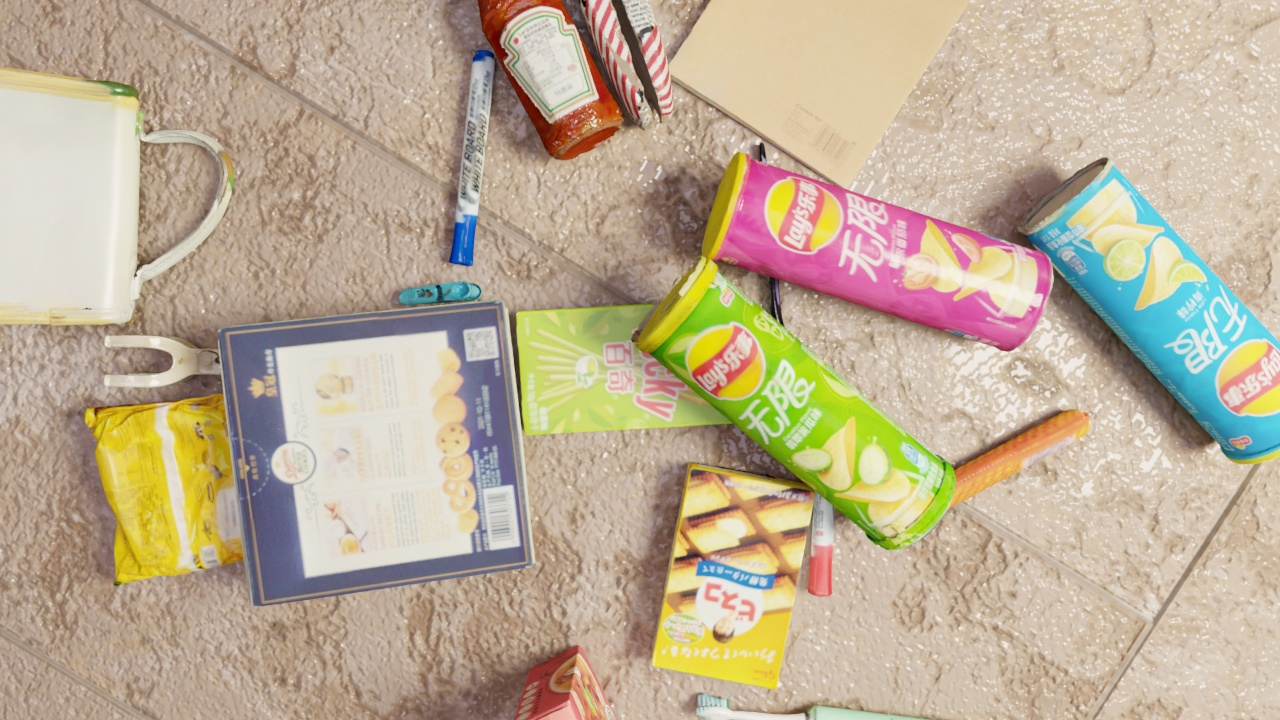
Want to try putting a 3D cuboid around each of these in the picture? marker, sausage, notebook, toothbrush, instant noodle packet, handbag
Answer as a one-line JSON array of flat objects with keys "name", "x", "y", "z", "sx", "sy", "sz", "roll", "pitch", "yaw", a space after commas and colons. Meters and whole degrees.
[{"name": "marker", "x": -0.114, "y": -0.138, "z": 0.627, "sx": 0.017, "sy": 0.017, "sz": 0.146, "roll": 7, "pitch": 92, "yaw": 1}, {"name": "marker", "x": 0.127, "y": 0.089, "z": 0.631, "sx": 0.017, "sy": 0.017, "sz": 0.145, "roll": 3, "pitch": 92, "yaw": 1}, {"name": "sausage", "x": 0.236, "y": 0.076, "z": 0.626, "sx": 0.165, "sy": 0.021, "sz": 0.021, "roll": -28, "pitch": 91, "yaw": 2}, {"name": "notebook", "x": 0.135, "y": -0.243, "z": 0.622, "sx": 0.149, "sy": 0.012, "sz": 0.211, "roll": 33, "pitch": 92, "yaw": -1}, {"name": "toothbrush", "x": 0.149, "y": 0.255, "z": 0.633, "sx": 0.224, "sy": 0.027, "sz": 0.026, "roll": 6, "pitch": 125, "yaw": 1}, {"name": "instant noodle packet", "x": -0.312, "y": 0.089, "z": 0.626, "sx": 0.111, "sy": 0.044, "sz": 0.128, "roll": -7, "pitch": 94, "yaw": -1}, {"name": "toothbrush", "x": 0.090, "y": -0.055, "z": 0.630, "sx": 0.017, "sy": 0.014, "sz": 0.189, "roll": -5, "pitch": 91, "yaw": 25}, {"name": "handbag", "x": -0.371, "y": -0.104, "z": 0.620, "sx": 0.178, "sy": 0.063, "sz": 0.163, "roll": 3, "pitch": 92, "yaw": -14}]

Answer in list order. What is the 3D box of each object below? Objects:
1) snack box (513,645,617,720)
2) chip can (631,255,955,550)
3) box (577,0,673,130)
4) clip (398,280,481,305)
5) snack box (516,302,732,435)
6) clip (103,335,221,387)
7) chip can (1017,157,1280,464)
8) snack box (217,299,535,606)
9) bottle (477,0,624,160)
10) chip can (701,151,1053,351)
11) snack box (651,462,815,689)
[{"name": "snack box", "x": -0.037, "y": 0.261, "z": 0.586, "sx": 0.044, "sy": 0.127, "sz": 0.113, "roll": -25, "pitch": 92, "yaw": 1}, {"name": "chip can", "x": 0.100, "y": 0.031, "z": 0.580, "sx": 0.221, "sy": 0.072, "sz": 0.072, "roll": 39, "pitch": 92, "yaw": -7}, {"name": "box", "x": -0.022, "y": -0.228, "z": 0.599, "sx": 0.059, "sy": 0.072, "sz": 0.164, "roll": -19, "pitch": 89, "yaw": -16}, {"name": "clip", "x": -0.138, "y": -0.046, "z": 0.630, "sx": 0.057, "sy": 0.049, "sz": 0.015, "roll": -4, "pitch": 93, "yaw": 7}, {"name": "snack box", "x": -0.004, "y": 0.004, "z": 0.626, "sx": 0.156, "sy": 0.026, "sz": 0.086, "roll": -3, "pitch": 93, "yaw": 1}, {"name": "clip", "x": -0.315, "y": 0.000, "z": 0.634, "sx": 0.102, "sy": 0.094, "sz": 0.035, "roll": -2, "pitch": 91, "yaw": -37}, {"name": "chip can", "x": 0.345, "y": -0.032, "z": 0.596, "sx": 0.071, "sy": 0.071, "sz": 0.210, "roll": -43, "pitch": 91, "yaw": 2}, {"name": "snack box", "x": -0.170, "y": 0.058, "z": 0.607, "sx": 0.182, "sy": 0.046, "sz": 0.178, "roll": -6, "pitch": 93, "yaw": -10}, {"name": "bottle", "x": -0.082, "y": -0.233, "z": 0.602, "sx": 0.060, "sy": 0.060, "sz": 0.206, "roll": -28, "pitch": 91, "yaw": 2}, {"name": "chip can", "x": 0.150, "y": -0.068, "z": 0.590, "sx": 0.210, "sy": 0.071, "sz": 0.071, "roll": 17, "pitch": 92, "yaw": -4}, {"name": "snack box", "x": 0.062, "y": 0.146, "z": 0.628, "sx": 0.087, "sy": 0.033, "sz": 0.140, "roll": 11, "pitch": 94, "yaw": 1}]
